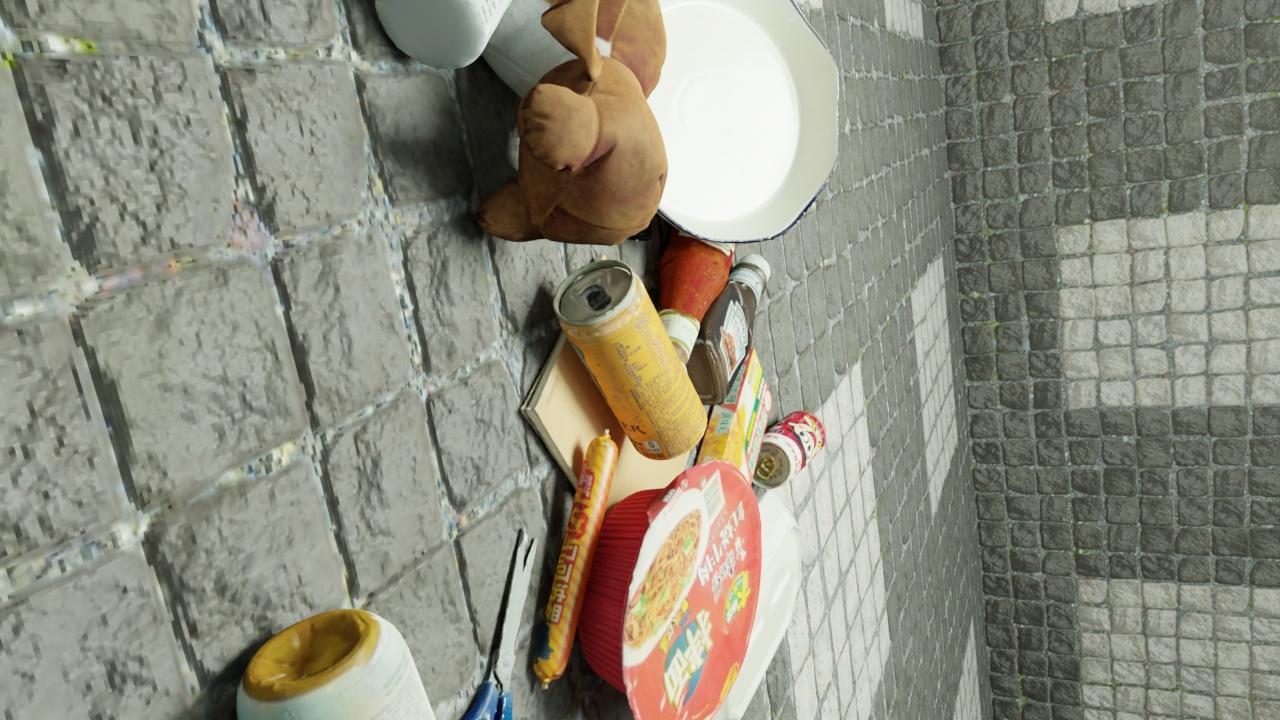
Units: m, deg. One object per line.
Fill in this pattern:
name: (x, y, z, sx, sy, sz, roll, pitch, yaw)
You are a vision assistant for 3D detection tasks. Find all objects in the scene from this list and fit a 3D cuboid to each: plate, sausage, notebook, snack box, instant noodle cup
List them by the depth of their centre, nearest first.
sausage: (-0.040, 0.122, 0.577, 0.021, 0.021, 0.165, 40, 59, -56)
instant noodle cup: (0.017, 0.160, 0.637, 0.193, 0.066, 0.194, -16, 110, -56)
notebook: (-0.013, 0.050, 0.669, 0.149, 0.012, 0.211, -69, 146, -40)
plate: (0.060, -0.190, 0.699, 0.204, 0.046, 0.205, -2, 95, -27)
plate: (0.101, 0.226, 0.826, 0.265, 0.034, 0.162, -34, 128, -59)
snack box: (0.088, 0.069, 0.854, 0.077, 0.027, 0.155, 65, 34, -41)

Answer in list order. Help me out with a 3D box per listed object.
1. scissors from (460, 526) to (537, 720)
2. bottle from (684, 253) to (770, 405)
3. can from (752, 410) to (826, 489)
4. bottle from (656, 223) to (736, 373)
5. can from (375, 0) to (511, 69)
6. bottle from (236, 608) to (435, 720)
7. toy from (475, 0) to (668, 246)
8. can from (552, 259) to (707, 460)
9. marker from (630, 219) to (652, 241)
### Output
scissors: (-0.075, 0.185, 0.528, 0.173, 0.012, 0.125, -59, 136, -50)
bottle: (0.078, -0.039, 0.829, 0.194, 0.044, 0.080, -57, 138, -51)
can: (0.151, 0.091, 0.951, 0.132, 0.053, 0.053, -21, 106, -63)
bottle: (0.039, -0.063, 0.731, 0.060, 0.060, 0.205, 59, 37, -43)
can: (-0.087, -0.222, 0.491, 0.058, 0.058, 0.146, 59, 37, -44)
bottle: (-0.109, 0.198, 0.391, 0.067, 0.068, 0.190, -47, 128, -56)
toy: (-0.041, -0.161, 0.536, 0.130, 0.140, 0.199, 22, 58, -16)
can: (-0.004, 0.004, 0.611, 0.146, 0.058, 0.058, 62, 36, -42)
marker: (0.004, -0.156, 0.717, 0.022, 0.018, 0.130, 35, 57, -69)
